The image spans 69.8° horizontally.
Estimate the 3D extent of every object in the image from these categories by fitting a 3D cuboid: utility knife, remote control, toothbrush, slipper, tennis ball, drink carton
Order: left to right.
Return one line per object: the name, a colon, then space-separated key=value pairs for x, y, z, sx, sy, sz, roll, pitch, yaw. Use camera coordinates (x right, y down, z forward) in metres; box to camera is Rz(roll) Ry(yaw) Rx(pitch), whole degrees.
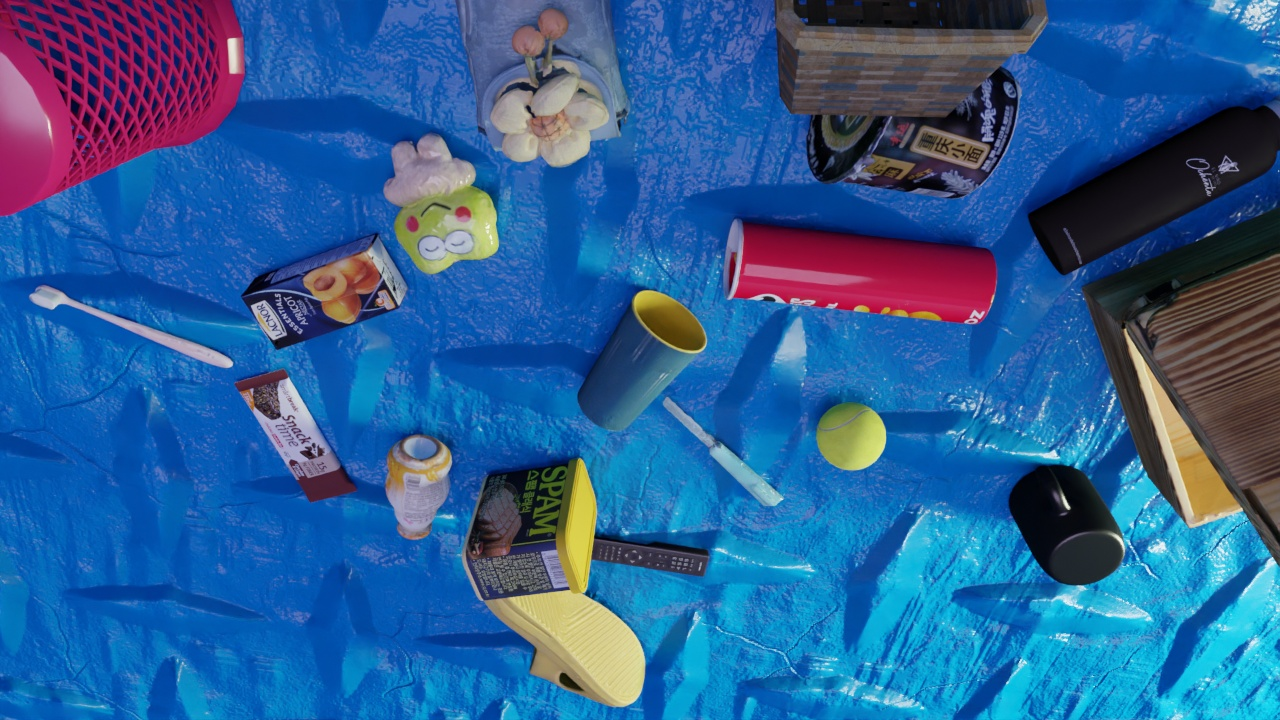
toothbrush: x=-0.473 y=-0.028 z=0.858 sx=0.181 sy=0.018 sz=0.016 roll=23 pitch=120 yaw=-14
drink carton: x=-0.283 y=-0.061 z=0.822 sx=0.130 sy=0.040 sz=0.064 roll=-17 pitch=119 yaw=11
slipper: x=-0.094 y=0.301 z=1.008 sx=0.079 sy=0.099 sz=0.263 roll=-29 pitch=120 yaw=23
remote control: x=0.006 y=0.211 z=1.001 sx=0.136 sy=0.015 sz=0.032 roll=9 pitch=121 yaw=-2
utility knife: x=0.083 y=0.095 z=0.928 sx=0.022 sy=0.015 sz=0.179 roll=-38 pitch=116 yaw=20
tennis ball: x=0.202 y=0.073 z=0.884 sx=0.065 sy=0.065 sz=0.065 roll=0 pitch=122 yaw=0

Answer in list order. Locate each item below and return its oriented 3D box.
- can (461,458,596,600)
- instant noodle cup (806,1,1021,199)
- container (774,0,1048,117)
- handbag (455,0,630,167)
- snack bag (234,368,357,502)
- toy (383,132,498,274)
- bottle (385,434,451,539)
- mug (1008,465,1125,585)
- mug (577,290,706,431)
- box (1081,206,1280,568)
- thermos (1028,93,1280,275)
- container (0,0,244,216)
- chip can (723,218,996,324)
can: x=-0.107 y=0.167 z=0.907 sx=0.104 sy=0.135 sz=0.075 roll=-9 pitch=121 yaw=9
instant noodle cup: x=0.207 y=-0.186 z=0.695 sx=0.112 sy=0.137 sz=0.137 roll=13 pitch=121 yaw=-17
container: x=0.149 y=-0.286 z=0.542 sx=0.157 sy=0.249 sz=0.187 roll=1 pitch=158 yaw=0
handbag: x=-0.073 y=-0.237 z=0.666 sx=0.122 sy=0.118 sz=0.192 roll=-3 pitch=127 yaw=3
snack bag: x=-0.346 y=0.079 z=0.925 sx=0.057 sy=0.013 sz=0.158 roll=-15 pitch=120 yaw=8
toy: x=-0.171 y=-0.132 z=0.775 sx=0.092 sy=0.046 sz=0.115 roll=-13 pitch=113 yaw=12
bottle: x=-0.225 y=0.130 z=0.925 sx=0.063 sy=0.063 sz=0.109 roll=10 pitch=121 yaw=-5
mug: x=0.420 y=0.154 z=0.915 sx=0.085 sy=0.094 sz=0.122 roll=-25 pitch=118 yaw=15
mug: x=-0.005 y=0.005 z=0.843 sx=0.078 sy=0.078 sz=0.122 roll=28 pitch=123 yaw=-16
box: x=0.548 y=0.011 z=0.695 sx=0.280 sy=0.314 sz=0.282 roll=-24 pitch=110 yaw=16
thermos: x=0.441 y=-0.152 z=0.745 sx=0.232 sy=0.061 sz=0.061 roll=-29 pitch=117 yaw=17
container: x=-0.407 y=-0.200 z=0.629 sx=0.183 sy=0.225 sz=0.183 roll=0 pitch=122 yaw=0
chip can: x=0.186 y=-0.075 z=0.791 sx=0.220 sy=0.069 sz=0.069 roll=6 pitch=121 yaw=-3
